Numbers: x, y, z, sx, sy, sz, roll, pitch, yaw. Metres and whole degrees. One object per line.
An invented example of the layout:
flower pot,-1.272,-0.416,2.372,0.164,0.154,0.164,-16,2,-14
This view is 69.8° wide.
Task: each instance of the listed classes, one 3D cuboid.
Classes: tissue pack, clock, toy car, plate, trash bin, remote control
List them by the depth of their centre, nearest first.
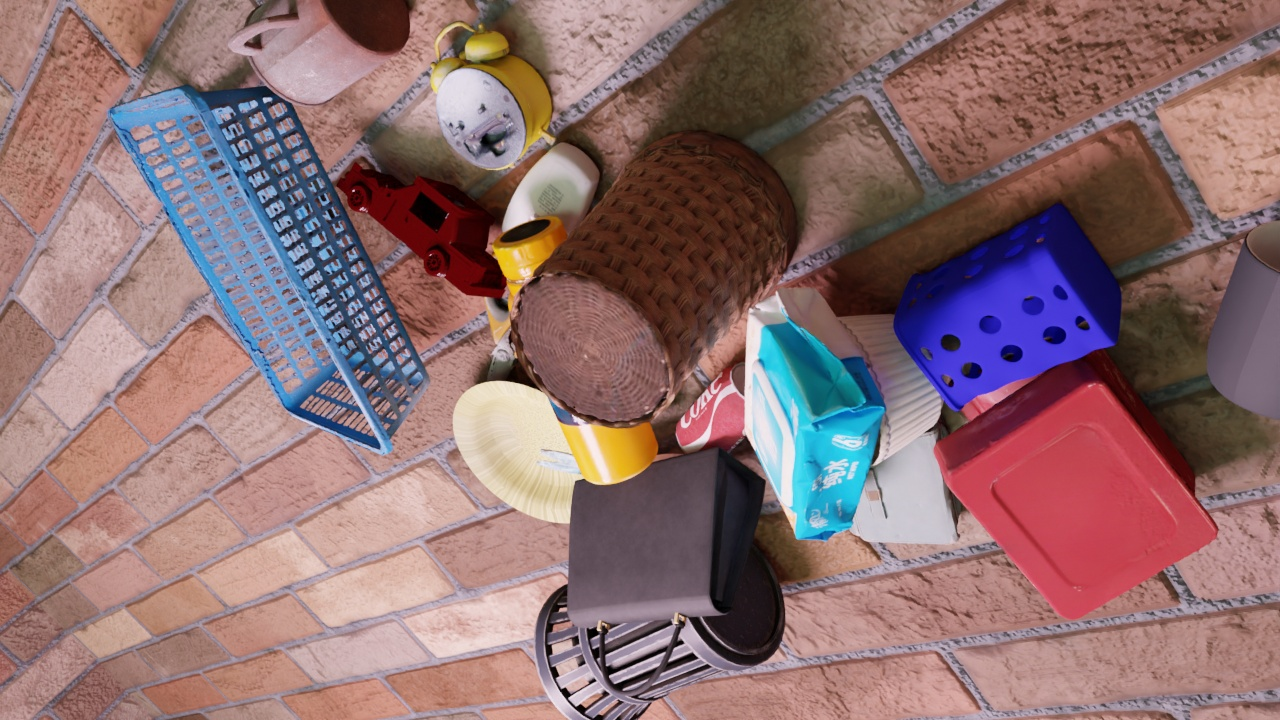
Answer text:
trash bin,0.009,-0.055,0.659,0.151,0.209,0.151,17,131,21
tissue pack,0.123,0.048,0.681,0.066,0.117,0.210,-18,145,-6
clock,-0.122,-0.210,0.726,0.084,0.057,0.119,-20,112,40
remote control,-0.076,-0.133,0.776,0.060,0.028,0.115,39,134,0
toy car,-0.185,-0.124,0.810,0.170,0.070,0.062,39,105,18
trash bin,0.022,0.269,0.936,0.164,0.163,0.228,46,130,-7
plate,-0.106,0.087,0.955,0.184,0.036,0.185,15,130,19

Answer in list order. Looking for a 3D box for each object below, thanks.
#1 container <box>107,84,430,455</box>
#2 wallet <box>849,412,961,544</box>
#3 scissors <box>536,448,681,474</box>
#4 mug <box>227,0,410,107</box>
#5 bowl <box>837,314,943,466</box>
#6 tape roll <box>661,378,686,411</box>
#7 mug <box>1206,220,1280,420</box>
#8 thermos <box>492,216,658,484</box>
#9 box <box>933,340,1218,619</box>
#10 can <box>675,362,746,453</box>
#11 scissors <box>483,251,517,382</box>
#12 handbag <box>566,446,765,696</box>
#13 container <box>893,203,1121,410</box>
container,-0.347,-0.096,0.892,0.258,0.089,0.362,11,130,47
wallet,0.210,0.097,0.766,0.101,0.054,0.132,-2,127,33
scissors,-0.015,0.101,0.886,0.178,0.016,0.101,20,133,-12
mug,-0.260,-0.262,0.727,0.110,0.122,0.096,-22,96,37
bowl,0.179,0.015,0.686,0.062,0.115,0.115,-18,121,-8
tape roll,-0.005,0.005,0.838,0.094,0.027,0.094,16,130,20
mug,0.407,-0.023,0.539,0.121,0.085,0.095,-5,126,-1
thermos,-0.048,-0.010,0.786,0.091,0.076,0.233,-21,116,0
box,0.303,0.081,0.647,0.157,0.126,0.137,48,129,-9
can,0.074,0.047,0.804,0.054,0.053,0.097,38,134,1
scissors,-0.138,-0.023,0.908,0.114,0.016,0.230,39,136,1
handbag,0.008,0.193,0.804,0.176,0.195,0.072,-19,138,39
container,0.247,-0.035,0.617,0.114,0.084,0.084,-31,105,41
